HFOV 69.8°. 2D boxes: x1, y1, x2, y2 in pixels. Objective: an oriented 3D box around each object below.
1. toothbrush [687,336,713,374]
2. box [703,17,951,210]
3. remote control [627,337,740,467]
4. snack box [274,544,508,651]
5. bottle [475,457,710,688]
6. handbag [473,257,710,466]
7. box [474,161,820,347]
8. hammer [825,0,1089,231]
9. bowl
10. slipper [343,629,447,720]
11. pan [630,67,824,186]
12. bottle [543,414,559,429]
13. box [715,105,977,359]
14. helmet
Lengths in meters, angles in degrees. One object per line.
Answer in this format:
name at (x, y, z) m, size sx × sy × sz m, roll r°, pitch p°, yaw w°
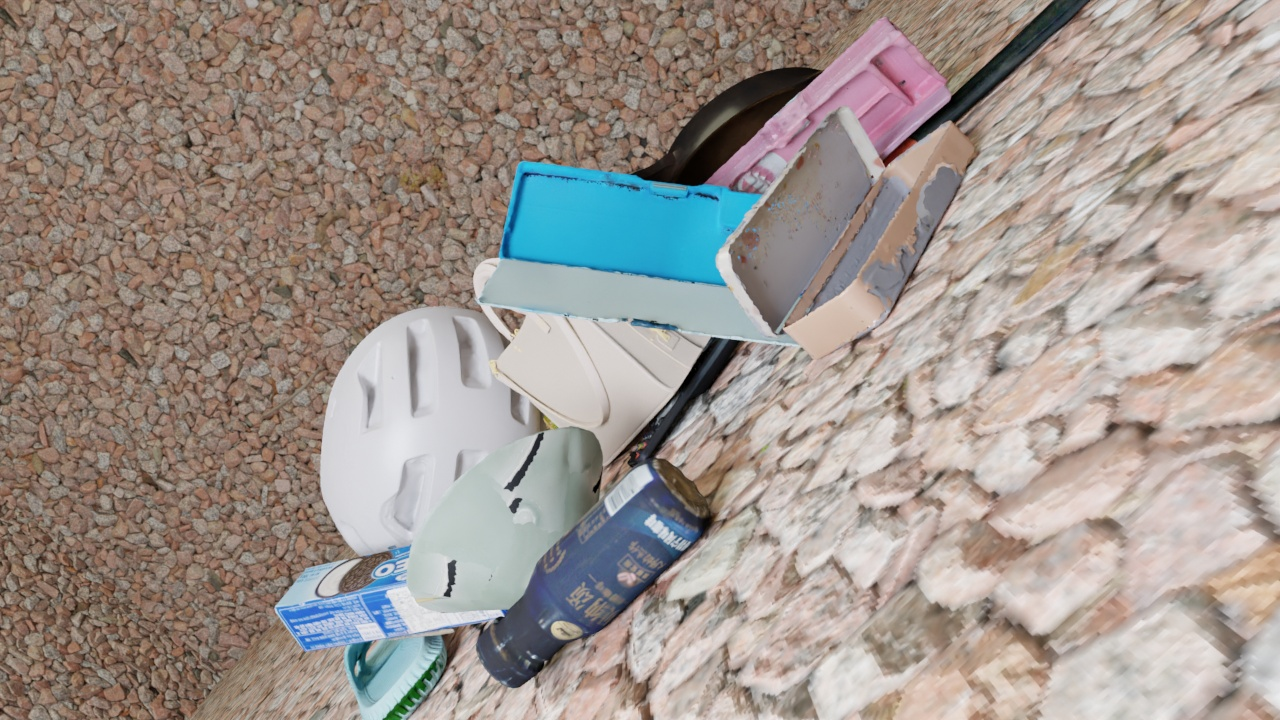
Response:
toothbrush at (0.067, -0.016, 0.871) m, size 0.132 × 0.016 × 0.021 m, roll -48°, pitch 8°, yaw 9°
box at (0.161, -0.166, 0.791) m, size 0.233 × 0.099 × 0.098 m, roll -39°, pitch 48°, yaw 25°
remote control at (0.037, 0.033, 0.770) m, size 0.140 × 0.021 × 0.045 m, roll -53°, pitch 2°, yaw -14°
snack box at (-0.209, 0.200, 0.794) m, size 0.227 × 0.059 × 0.059 m, roll -16°, pitch 22°, yaw 25°
bottle at (-0.030, 0.127, 0.540) m, size 0.161 × 0.056 × 0.056 m, roll -45°, pitch 9°, yaw 10°
handbag at (-0.064, -0.018, 0.805) m, size 0.101 × 0.198 × 0.195 m, roll -56°, pitch 3°, yaw -34°
box at (0.012, -0.068, 0.695) m, size 0.064 × 0.243 × 0.173 m, roll 95°, pitch -177°, yaw -48°
hammer at (0.246, -0.197, 0.786) m, size 0.334 × 0.033 × 0.132 m, roll -43°, pitch 8°, yaw 17°
bowl at (-0.075, 0.134, 0.652) m, size 0.173 × 0.068 × 0.174 m, roll -30°, pitch -36°, yaw -25°
slipper at (-0.235, 0.267, 0.859) m, size 0.115 × 0.069 × 0.276 m, roll -52°, pitch 10°, yaw -13°
pan at (0.061, -0.181, 0.855) m, size 0.355 × 0.043 × 0.249 m, roll -12°, pitch -30°, yaw -28°
bottle at (-0.006, 0.005, 0.936) m, size 0.209 × 0.068 × 0.068 m, roll -47°, pitch 9°, yaw -4°
box at (0.155, -0.099, 0.635) m, size 0.108 × 0.095 × 0.215 m, roll -1°, pitch 39°, yaw 41°
helmet at (-0.202, 0.087, 0.940) m, size 0.184 × 0.224 × 0.282 m, roll 10°, pitch 88°, yaw 53°
